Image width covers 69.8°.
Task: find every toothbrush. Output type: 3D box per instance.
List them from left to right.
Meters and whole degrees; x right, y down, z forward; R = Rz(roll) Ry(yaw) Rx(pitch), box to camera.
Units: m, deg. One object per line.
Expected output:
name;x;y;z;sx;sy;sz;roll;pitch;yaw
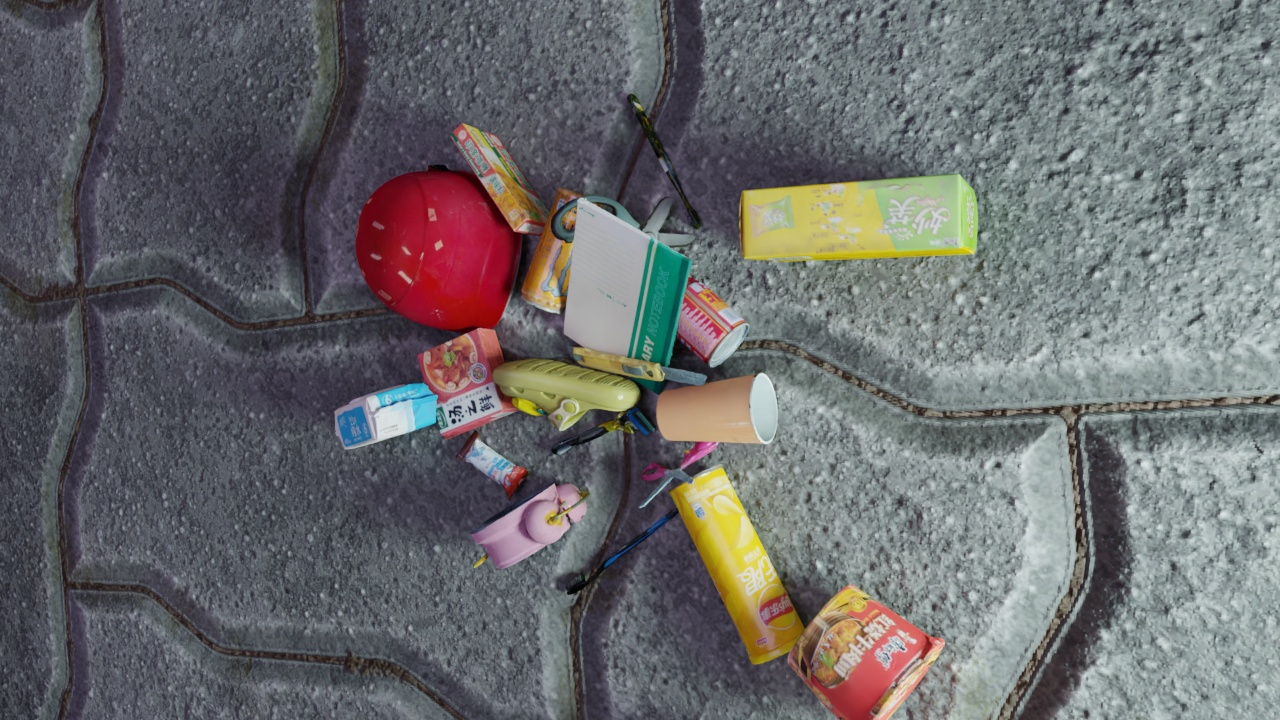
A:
toothbrush;-0.024;0.232;1.118;0.190;0.014;0.016;-40;51;19
toothbrush;0.026;-0.237;1.084;0.012;0.017;0.185;-31;78;25

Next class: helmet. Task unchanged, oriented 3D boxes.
helmet;-0.277;-0.146;1.159;0.240;0.143;0.207;20;101;24

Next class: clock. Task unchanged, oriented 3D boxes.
clock;-0.128;0.195;1.111;0.159;0.117;0.060;-32;88;24

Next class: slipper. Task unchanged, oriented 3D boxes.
slipper;-0.093;0.047;1.107;0.191;0.091;0.081;9;97;21

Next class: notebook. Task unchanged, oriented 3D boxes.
notebook;-0.020;-0.069;1.047;0.150;0.012;0.210;32;139;19

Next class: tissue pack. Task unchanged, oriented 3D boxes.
tissue pack;-0.332;0.070;1.190;0.140;0.089;0.063;-17;90;50

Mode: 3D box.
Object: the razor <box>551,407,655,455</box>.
razor;-0.050;0.089;1.124;0.143;0.022;0.042;-22;126;26

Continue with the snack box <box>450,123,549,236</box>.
snack box;-0.169;-0.222;1.141;0.027;0.077;0.155;-40;75;20

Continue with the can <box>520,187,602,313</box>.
can;-0.097;-0.134;1.120;0.058;0.058;0.146;25;101;22

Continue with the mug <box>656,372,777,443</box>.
mug;0.084;0.057;1.035;0.123;0.078;0.078;-5;89;29

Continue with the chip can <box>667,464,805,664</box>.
chip can;0.109;0.225;1.026;0.072;0.072;0.213;-30;78;22

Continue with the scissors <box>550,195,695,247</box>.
scissors;-0.032;-0.129;1.081;0.179;0.019;0.170;24;104;-3

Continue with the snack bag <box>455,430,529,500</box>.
snack bag;-0.191;0.135;1.185;0.104;0.026;0.048;36;93;19

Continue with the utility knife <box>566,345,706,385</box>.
utility knife;-0.006;0.006;1.079;0.213;0.022;0.031;7;133;35

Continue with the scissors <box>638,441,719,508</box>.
scissors;0.036;0.126;1.046;0.135;0.133;0.017;-14;112;53

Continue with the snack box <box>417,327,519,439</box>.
snack box;-0.233;0.033;1.192;0.127;0.044;0.113;-22;82;23

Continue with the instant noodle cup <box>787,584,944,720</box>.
instant noodle cup;0.227;0.308;0.947;0.108;0.137;0.138;38;106;28

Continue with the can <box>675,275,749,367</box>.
can;0.068;-0.046;1.042;0.094;0.066;0.067;43;107;17

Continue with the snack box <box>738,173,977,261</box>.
snack box;0.221;-0.138;0.920;0.210;0.157;0.070;0;94;24
